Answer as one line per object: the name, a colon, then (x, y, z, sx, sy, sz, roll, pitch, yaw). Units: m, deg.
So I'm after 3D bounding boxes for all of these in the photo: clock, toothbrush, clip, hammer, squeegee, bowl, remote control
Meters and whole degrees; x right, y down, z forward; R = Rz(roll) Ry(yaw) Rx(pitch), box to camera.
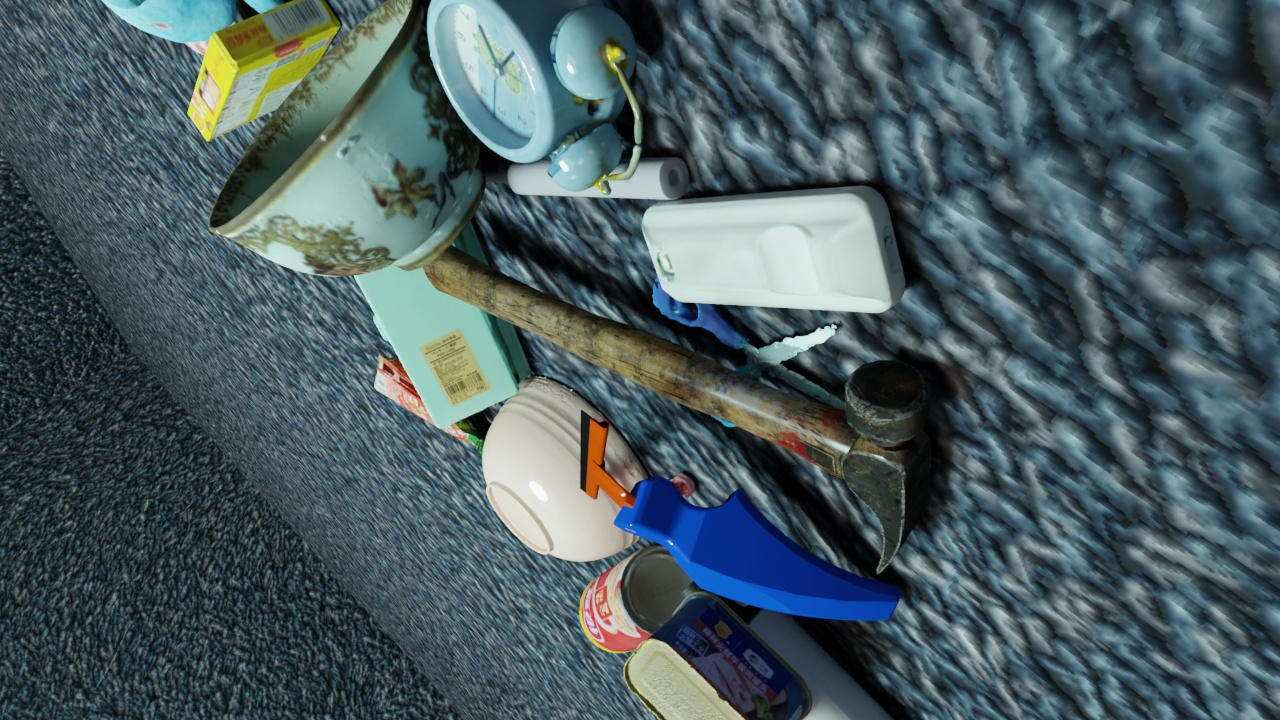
clock: (-0.042, -0.127, 0.404, 0.124, 0.051, 0.089, 40, 149, 20)
toothbrush: (-0.044, -0.096, 0.480, 0.188, 0.018, 0.019, 14, 124, 49)
clip: (0.014, 0.093, 0.610, 0.023, 0.043, 0.060, 55, 139, -1)
hammer: (-0.003, 0.003, 0.491, 0.331, 0.033, 0.120, 24, 143, 34)
squeegee: (0.049, 0.099, 0.495, 0.185, 0.055, 0.250, 20, 164, 2)
bowl: (-0.065, 0.094, 0.683, 0.153, 0.076, 0.153, 36, 150, 25)
bowl: (-0.141, -0.104, 0.494, 0.094, 0.159, 0.160, 40, 161, -33)
remote control: (0.049, -0.045, 0.392, 0.133, 0.022, 0.050, 8, 124, 51)

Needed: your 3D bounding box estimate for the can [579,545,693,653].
can: (-0.001, 0.187, 0.710, 0.066, 0.066, 0.125, 48, 152, 5)

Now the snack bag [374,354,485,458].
snack bag: (-0.178, 0.051, 0.836, 0.155, 0.044, 0.087, 36, 168, 25)

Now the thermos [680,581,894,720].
thermos: (0.119, 0.218, 0.577, 0.230, 0.068, 0.101, 45, 139, 13)

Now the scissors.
scissors: (0.050, -0.008, 0.452, 0.117, 0.014, 0.130, 56, 152, -7)

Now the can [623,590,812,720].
can: (0.046, 0.193, 0.544, 0.100, 0.058, 0.054, 41, 125, 16)

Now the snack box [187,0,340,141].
snack box: (-0.256, -0.194, 0.616, 0.152, 0.075, 0.025, -8, 116, 59)

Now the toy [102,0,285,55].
toy: (-0.297, -0.260, 0.577, 0.181, 0.114, 0.183, 13, 146, 33)

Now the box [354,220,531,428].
box: (-0.150, -0.043, 0.626, 0.077, 0.091, 0.189, 23, 142, 40)
